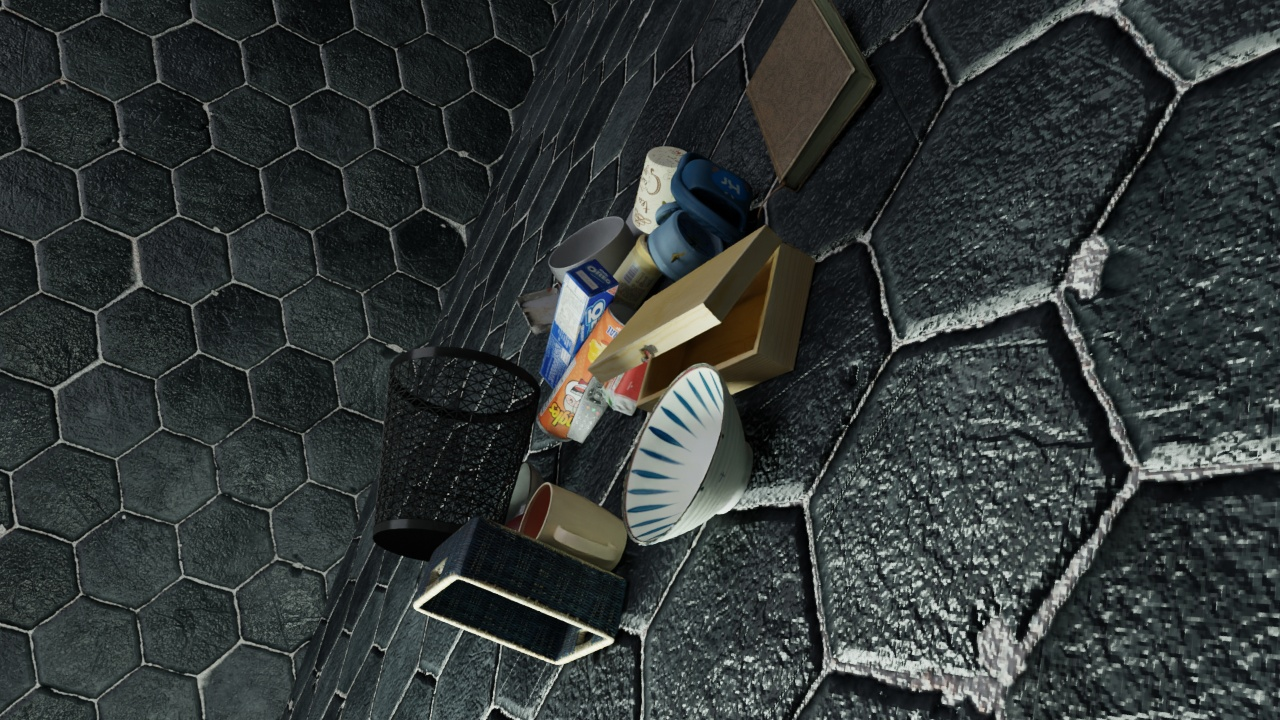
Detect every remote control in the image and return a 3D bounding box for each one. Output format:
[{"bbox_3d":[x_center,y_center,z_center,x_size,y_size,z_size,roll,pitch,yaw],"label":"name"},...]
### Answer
[{"bbox_3d":[-0.066,0.062,1.256,0.010,0.039,0.125,-80,16,-60],"label":"remote control"}]

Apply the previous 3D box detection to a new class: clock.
[{"bbox_3d":[0.056,-0.145,1.109,0.052,0.088,0.124,-43,32,38],"label":"clock"}]

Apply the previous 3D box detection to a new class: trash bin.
[{"bbox_3d":[-0.262,0.140,1.267,0.218,0.216,0.242,-38,40,53],"label":"trash bin"}]

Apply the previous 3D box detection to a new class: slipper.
[{"bbox_3d":[0.085,-0.205,1.090,0.059,0.103,0.213,-53,19,26],"label":"slipper"}]

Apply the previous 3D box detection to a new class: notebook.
[{"bbox_3d":[0.171,-0.289,1.028,0.191,0.034,0.215,-56,28,36],"label":"notebook"}]

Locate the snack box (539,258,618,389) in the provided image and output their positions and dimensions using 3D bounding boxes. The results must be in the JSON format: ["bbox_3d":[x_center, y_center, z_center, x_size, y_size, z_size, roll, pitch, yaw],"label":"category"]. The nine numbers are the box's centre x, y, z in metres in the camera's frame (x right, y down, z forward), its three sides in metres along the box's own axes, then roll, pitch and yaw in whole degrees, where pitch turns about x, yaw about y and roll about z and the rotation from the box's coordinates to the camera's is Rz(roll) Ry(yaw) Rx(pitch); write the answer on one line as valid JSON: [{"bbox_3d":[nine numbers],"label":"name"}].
[{"bbox_3d":[-0.090,-0.042,1.296,0.059,0.059,0.227,-27,-26,-32],"label":"snack box"}]

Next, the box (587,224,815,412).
[{"bbox_3d":[0.055,-0.042,0.955,0.250,0.122,0.140,-26,47,59],"label":"box"}]

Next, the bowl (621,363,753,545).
[{"bbox_3d":[0.056,0.097,0.857,0.178,0.071,0.177,-52,24,34],"label":"bowl"}]

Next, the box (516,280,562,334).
[{"bbox_3d":[-0.117,-0.099,1.445,0.154,0.058,0.216,-28,21,-5],"label":"box"}]

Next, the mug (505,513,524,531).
[{"bbox_3d":[-0.105,0.228,1.129,0.089,0.087,0.114,-34,61,25],"label":"mug"}]

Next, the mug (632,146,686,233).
[{"bbox_3d":[0.048,-0.235,1.232,0.081,0.121,0.097,37,138,32],"label":"mug"}]

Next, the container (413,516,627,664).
[{"bbox_3d":[-0.128,0.248,0.980,0.146,0.187,0.071,-41,27,49],"label":"container"}]

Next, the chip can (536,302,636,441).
[{"bbox_3d":[-0.069,0.018,1.276,0.211,0.062,0.062,-55,22,27],"label":"chip can"}]

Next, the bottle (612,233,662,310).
[{"bbox_3d":[-0.017,-0.102,1.291,0.162,0.056,0.056,-52,24,33],"label":"bottle"}]

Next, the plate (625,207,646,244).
[{"bbox_3d":[0.000,-0.209,1.426,0.173,0.019,0.172,-52,24,34],"label":"plate"}]

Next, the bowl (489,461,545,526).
[{"bbox_3d":[-0.163,0.220,1.293,0.151,0.056,0.150,-51,25,34],"label":"bowl"}]

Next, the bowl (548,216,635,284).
[{"bbox_3d":[-0.066,-0.151,1.371,0.132,0.064,0.131,-25,28,14],"label":"bowl"}]

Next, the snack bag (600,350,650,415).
[{"bbox_3d":[-0.007,0.007,1.171,0.116,0.036,0.077,-63,19,8],"label":"snack bag"}]

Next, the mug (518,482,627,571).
[{"bbox_3d":[-0.068,0.194,1.012,0.085,0.104,0.111,-68,21,-5],"label":"mug"}]
